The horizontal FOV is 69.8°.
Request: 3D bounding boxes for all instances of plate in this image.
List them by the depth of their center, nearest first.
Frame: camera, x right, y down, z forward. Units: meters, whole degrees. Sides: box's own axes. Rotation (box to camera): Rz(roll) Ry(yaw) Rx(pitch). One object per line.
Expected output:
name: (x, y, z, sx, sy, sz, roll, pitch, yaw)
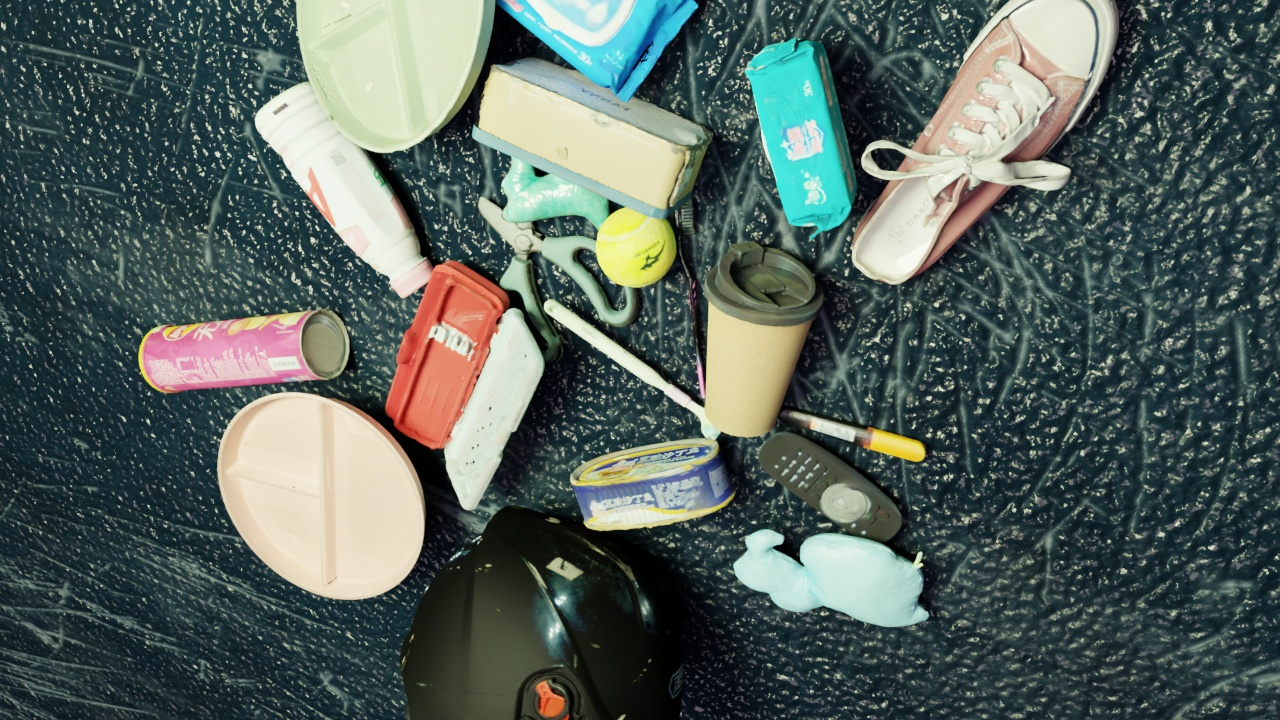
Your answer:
plate: (-0.192, -0.278, 0.710, 0.231, 0.027, 0.230, 8, 103, 37)
plate: (-0.315, 0.134, 0.913, 0.230, 0.028, 0.230, 6, 112, 15)

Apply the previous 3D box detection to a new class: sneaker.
sneaker: (0.225, -0.142, 0.620, 0.118, 0.087, 0.242, 36, 121, 3)

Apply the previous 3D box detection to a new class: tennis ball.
tennis ball: (-0.004, -0.092, 0.741, 0.065, 0.065, 0.065, 8, 115, 17)

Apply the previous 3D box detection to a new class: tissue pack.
tissue pack: (0.117, -0.159, 0.651, 0.050, 0.093, 0.133, -12, 107, 20)
tissue pack: (-0.045, -0.273, 0.674, 0.157, 0.052, 0.095, 38, 106, 1)

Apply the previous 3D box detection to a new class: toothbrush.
toothbrush: (0.047, -0.046, 0.774, 0.018, 0.014, 0.189, -8, 112, 2)
toothbrush: (-0.005, 0.005, 0.795, 0.189, 0.020, 0.029, 36, 103, -1)

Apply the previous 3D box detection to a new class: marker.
marker: (0.177, 0.060, 0.771, 0.124, 0.015, 0.018, 15, 115, 17)

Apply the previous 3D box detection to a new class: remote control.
remote control: (0.163, 0.106, 0.790, 0.136, 0.024, 0.053, 36, 121, 0)

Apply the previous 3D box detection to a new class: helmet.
helmet: (-0.076, 0.264, 0.832, 0.275, 0.233, 0.230, 17, 87, 15)

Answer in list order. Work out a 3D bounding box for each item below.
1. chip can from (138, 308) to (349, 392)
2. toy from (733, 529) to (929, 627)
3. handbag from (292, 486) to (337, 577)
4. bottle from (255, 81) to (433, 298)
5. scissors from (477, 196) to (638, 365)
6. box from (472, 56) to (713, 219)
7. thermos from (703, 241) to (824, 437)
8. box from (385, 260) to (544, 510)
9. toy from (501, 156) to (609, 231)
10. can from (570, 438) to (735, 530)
chip can: (-0.399, -0.008, 0.925, 0.211, 0.071, 0.071, -4, 111, 22)
toy: (0.173, 0.190, 0.807, 0.161, 0.049, 0.157, 39, 135, -12)
handbag: (-0.360, 0.162, 0.985, 0.163, 0.063, 0.179, 14, 111, 13)
bottle: (-0.254, -0.146, 0.813, 0.068, 0.068, 0.197, -27, 104, 28)
scissors: (-0.093, -0.069, 0.813, 0.176, 0.019, 0.172, 40, 121, -1)
box: (-0.041, -0.177, 0.706, 0.184, 0.089, 0.063, 24, 119, 12)
thermos: (0.090, -0.013, 0.733, 0.093, 0.092, 0.143, 16, 126, 13)
box: (-0.160, 0.024, 0.845, 0.160, 0.063, 0.202, 44, 127, 20)
toy: (-0.075, -0.144, 0.759, 0.092, 0.030, 0.096, -11, 103, 8)
can: (0.009, 0.111, 0.822, 0.148, 0.074, 0.049, -12, 105, 25)
